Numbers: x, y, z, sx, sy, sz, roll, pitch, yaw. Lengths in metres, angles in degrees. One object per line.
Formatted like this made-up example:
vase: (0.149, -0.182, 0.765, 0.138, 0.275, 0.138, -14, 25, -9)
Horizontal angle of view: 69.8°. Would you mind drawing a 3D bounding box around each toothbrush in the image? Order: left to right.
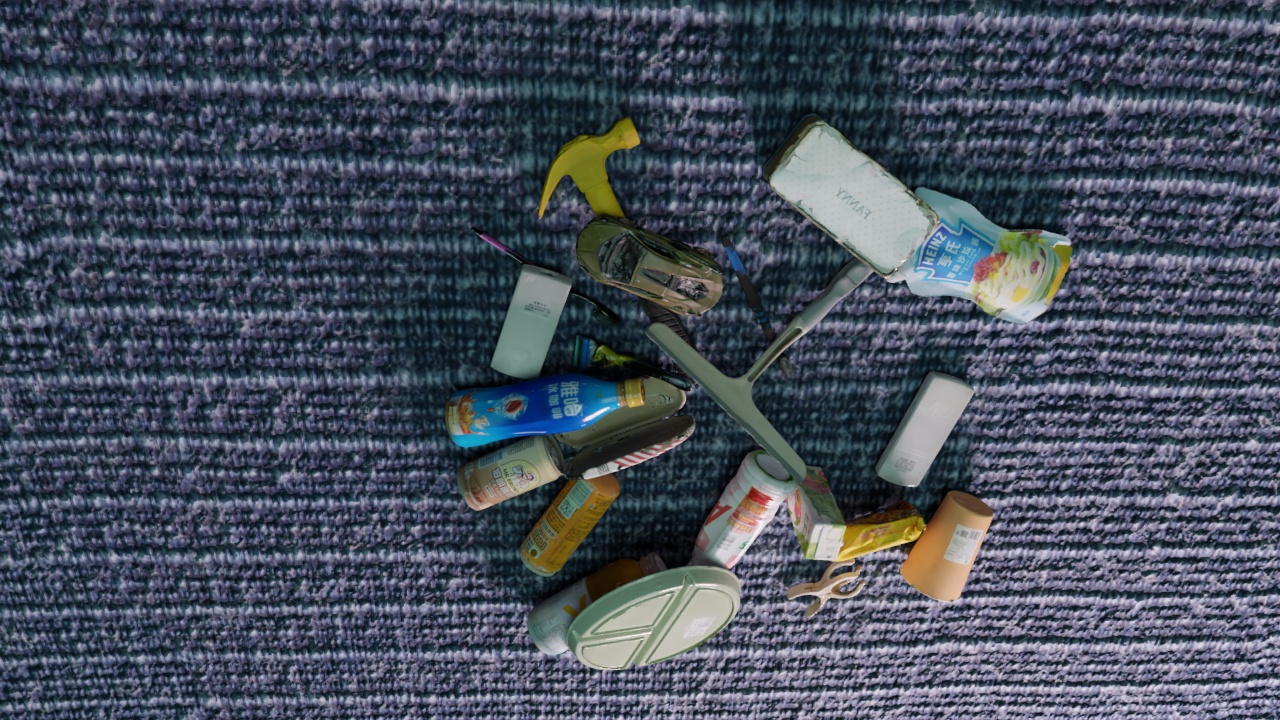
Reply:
toothbrush: (-0.102, -0.088, 0.986, 0.189, 0.014, 0.018, 32, 120, -17)
toothbrush: (0.131, -0.056, 1.014, 0.014, 0.016, 0.189, -27, 114, 3)

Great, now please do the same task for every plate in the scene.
plate: (0.020, 0.326, 1.139, 0.230, 0.027, 0.231, -13, 142, -10)

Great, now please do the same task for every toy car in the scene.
toy car: (0.009, -0.095, 0.937, 0.158, 0.042, 0.070, 20, 113, -10)

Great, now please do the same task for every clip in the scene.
clip: (0.242, 0.293, 1.190, 0.100, 0.034, 0.072, -36, 114, 23)

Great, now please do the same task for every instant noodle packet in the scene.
instant noodle packet: (0.277, 0.208, 1.115, 0.128, 0.110, 0.044, -20, 80, 9)

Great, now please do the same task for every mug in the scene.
mug: (0.385, 0.228, 1.141, 0.078, 0.078, 0.123, 15, 111, -11)

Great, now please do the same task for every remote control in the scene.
remote control: (-0.120, -0.039, 0.997, 0.056, 0.019, 0.135, 16, 122, -10)
remote control: (0.336, 0.083, 1.092, 0.058, 0.021, 0.150, 18, 114, -12)

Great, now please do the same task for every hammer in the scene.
hammer: (-0.004, -0.099, 0.974, 0.129, 0.032, 0.301, -25, 115, 10)

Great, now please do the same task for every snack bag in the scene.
snack bag: (0.360, -0.109, 0.989, 0.191, 0.038, 0.110, 16, 121, -9)

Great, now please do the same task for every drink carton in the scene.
drink carton: (0.204, 0.177, 1.076, 0.045, 0.122, 0.054, 5, 116, -8)

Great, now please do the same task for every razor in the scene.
razor: (-0.006, 0.006, 1.012, 0.143, 0.022, 0.043, 17, 124, 16)

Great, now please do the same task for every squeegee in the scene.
squeegee: (0.174, -0.036, 1.004, 0.246, 0.039, 0.246, 44, 93, -11)

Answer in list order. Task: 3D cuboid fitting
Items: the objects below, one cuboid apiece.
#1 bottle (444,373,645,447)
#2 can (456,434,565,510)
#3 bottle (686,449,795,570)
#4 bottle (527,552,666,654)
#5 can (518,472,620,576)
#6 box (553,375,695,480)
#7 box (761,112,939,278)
bottle: (-0.103, 0.051, 1.011, 0.219, 0.065, 0.065, -9, 117, 10)
can: (-0.150, 0.128, 1.067, 0.116, 0.058, 0.058, -23, 116, 8)
bottle: (0.114, 0.200, 1.117, 0.068, 0.068, 0.197, 22, 117, -14)
bottle: (-0.053, 0.302, 1.155, 0.190, 0.068, 0.068, -33, 114, 13)
can: (-0.086, 0.191, 1.102, 0.058, 0.058, 0.146, 30, 111, -17)
box: (-0.024, 0.072, 1.037, 0.162, 0.075, 0.086, -23, 104, 16)
box: (0.205, -0.169, 0.925, 0.184, 0.062, 0.090, 38, 108, -9)
